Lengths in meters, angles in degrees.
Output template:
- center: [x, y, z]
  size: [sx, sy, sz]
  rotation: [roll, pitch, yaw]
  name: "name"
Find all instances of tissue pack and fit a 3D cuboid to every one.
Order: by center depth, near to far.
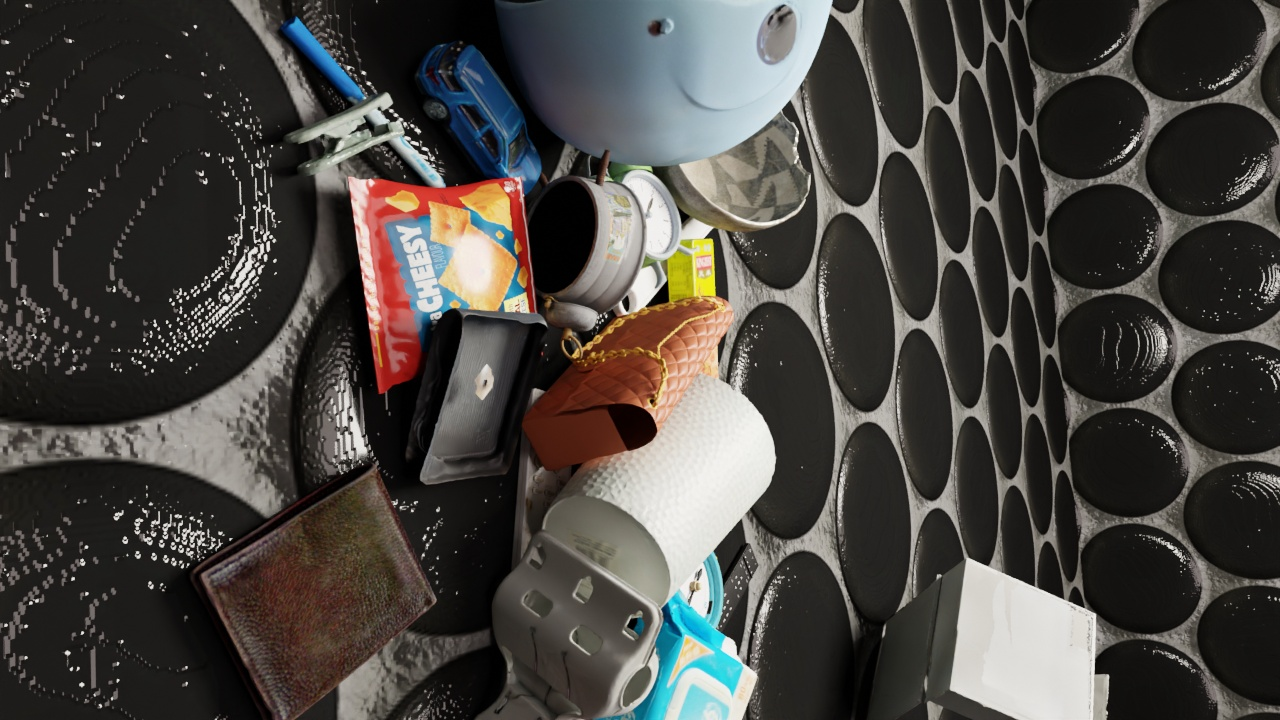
- center: [0.015, 0.291, 0.702]
  size: [0.117, 0.066, 0.209]
  rotation: [43, 63, -38]
  name: "tissue pack"

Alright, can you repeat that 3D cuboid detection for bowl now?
- center: [0.067, -0.191, 0.865]
  size: [0.178, 0.081, 0.178]
  rotation: [17, 60, -31]
  name: "bowl"

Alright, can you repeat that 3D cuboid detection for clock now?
- center: [-0.045, -0.073, 0.681]
  size: [0.056, 0.104, 0.147]
  rotation: [12, 80, -44]
  name: "clock"
- center: [-0.009, -0.124, 0.781]
  size: [0.119, 0.043, 0.094]
  rotation: [61, 40, -15]
  name: "clock"
- center: [0.040, 0.211, 0.804]
  size: [0.099, 0.044, 0.129]
  rotation: [55, 37, -34]
  name: "clock"

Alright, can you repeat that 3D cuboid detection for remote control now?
- center: [-0.071, 0.092, 0.689]
  size: [0.050, 0.011, 0.135]
  rotation: [20, 68, -52]
  name: "remote control"
- center: [0.082, 0.232, 0.886]
  size: [0.139, 0.009, 0.030]
  rotation: [-47, 122, -48]
  name: "remote control"

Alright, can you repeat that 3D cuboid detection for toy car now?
- center: [-0.110, -0.167, 0.650]
  size: [0.120, 0.044, 0.056]
  rotation: [57, 40, -36]
  name: "toy car"

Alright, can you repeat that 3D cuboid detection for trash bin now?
- center: [0.012, 0.103, 0.697]
  size: [0.160, 0.133, 0.133]
  rotation: [-43, 119, -50]
  name: "trash bin"

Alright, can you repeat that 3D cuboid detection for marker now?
- center: [-0.173, -0.159, 0.587]
  size: [0.142, 0.013, 0.013]
  rotation: [48, 47, -40]
  name: "marker"

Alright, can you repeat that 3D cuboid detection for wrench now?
- center: [0.042, -0.115, 0.884]
  size: [0.272, 0.018, 0.066]
  rotation: [-49, 124, -46]
  name: "wrench"

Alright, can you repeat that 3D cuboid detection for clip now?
- center: [-0.179, -0.136, 0.555]
  size: [0.076, 0.023, 0.045]
  rotation: [-41, 122, -40]
  name: "clip"
- center: [-0.052, 0.202, 0.613]
  size: [0.075, 0.125, 0.144]
  rotation: [16, 96, -49]
  name: "clip"

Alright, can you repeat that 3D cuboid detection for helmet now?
- center: [0.022, -0.243, 0.704]
  size: [0.265, 0.225, 0.167]
  rotation: [-22, 130, -24]
  name: "helmet"

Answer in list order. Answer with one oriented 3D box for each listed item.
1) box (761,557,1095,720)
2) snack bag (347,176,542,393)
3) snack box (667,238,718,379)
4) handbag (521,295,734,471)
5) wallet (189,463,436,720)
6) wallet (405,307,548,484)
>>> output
- center: [0.335, 0.370, 1.115]
  size: [0.172, 0.381, 0.166]
  rotation: [43, 49, -21]
  name: "box"
- center: [-0.125, -0.056, 0.610]
  size: [0.143, 0.039, 0.131]
  rotation: [-15, 102, -50]
  name: "snack bag"
- center: [0.049, -0.039, 0.852]
  size: [0.040, 0.029, 0.148]
  rotation: [-15, 105, -56]
  name: "snack box"
- center: [-0.004, 0.005, 0.698]
  size: [0.060, 0.109, 0.171]
  rotation: [64, 33, -18]
  name: "handbag"
- center: [-0.179, 0.128, 0.516]
  size: [0.119, 0.031, 0.099]
  rotation: [-37, 112, -48]
  name: "wallet"
- center: [-0.108, 0.021, 0.607]
  size: [0.089, 0.026, 0.115]
  rotation: [2, 107, -57]
  name: "wallet"
